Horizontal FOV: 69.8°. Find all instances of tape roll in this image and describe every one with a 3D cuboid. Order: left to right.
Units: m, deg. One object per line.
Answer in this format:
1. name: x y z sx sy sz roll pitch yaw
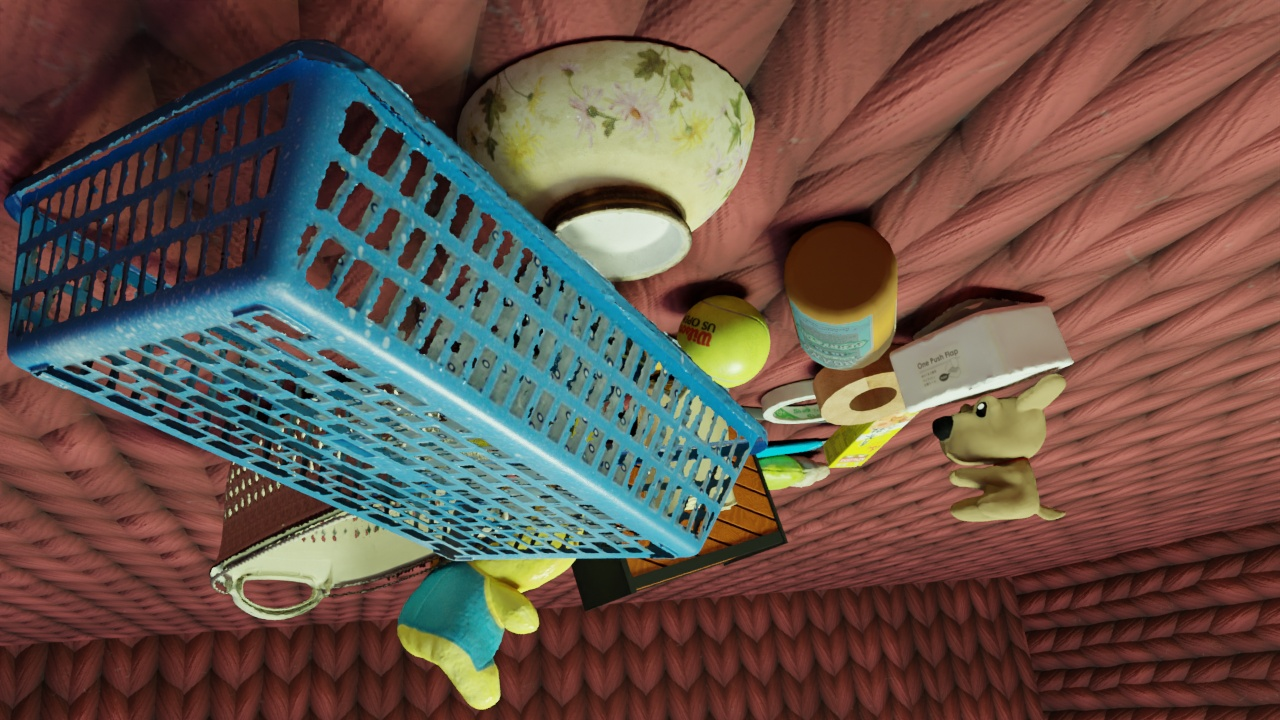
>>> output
1. tape roll: 0.166 0.041 0.895 0.094 0.018 0.094 -5 160 -2
2. tape roll: 0.202 0.023 0.813 0.094 0.027 0.094 -9 149 -5

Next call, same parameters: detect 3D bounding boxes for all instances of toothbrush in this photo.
1. toothbrush: 0.166 0.059 0.952 0.167 0.012 0.013 6 165 -29

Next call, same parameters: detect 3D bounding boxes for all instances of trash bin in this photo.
1. trash bin: 0.022 0.153 0.933 0.171 0.139 0.140 -12 164 -25

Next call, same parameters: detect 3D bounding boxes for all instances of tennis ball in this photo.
1. tennis ball: 0.058 -0.013 0.645 0.065 0.065 0.065 -5 160 -2

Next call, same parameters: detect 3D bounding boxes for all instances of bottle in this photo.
1. bottle: 0.137 -0.031 0.617 0.068 0.067 0.157 -10 160 12

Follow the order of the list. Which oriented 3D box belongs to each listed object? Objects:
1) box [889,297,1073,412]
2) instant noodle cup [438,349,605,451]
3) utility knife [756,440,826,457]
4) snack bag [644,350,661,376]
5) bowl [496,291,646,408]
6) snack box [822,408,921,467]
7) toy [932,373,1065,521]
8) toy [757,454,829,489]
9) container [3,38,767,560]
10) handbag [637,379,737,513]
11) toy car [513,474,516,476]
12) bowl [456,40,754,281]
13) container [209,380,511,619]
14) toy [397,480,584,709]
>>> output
1. box: 0.265 -0.020 0.732 0.102 0.095 0.108 -9 169 -32
2. instant noodle cup: -0.094 0.033 0.711 0.112 0.100 0.101 11 156 -17
3. utility knife: 0.150 0.105 1.073 0.174 0.015 0.031 -5 163 -7
4. snack bag: -0.004 0.004 0.744 0.099 0.020 0.026 -22 160 37
5. bowl: -0.054 -0.011 0.629 0.114 0.060 0.114 -7 160 -3
6. snack box: 0.237 0.069 0.946 0.040 0.028 0.148 -2 151 -15
7. toy: 0.294 0.076 0.752 0.105 0.108 0.134 3 166 -6
8. toy: 0.176 0.135 1.120 0.117 0.043 0.092 1 168 -23
9. container: -0.123 0.020 0.491 0.258 0.089 0.362 -9 148 34
10. handbag: 0.035 0.069 0.776 0.081 0.119 0.111 -7 175 4
11. toy car: -0.081 0.086 0.926 0.112 0.040 0.048 -21 169 -9
12. bowl: -0.014 -0.081 0.442 0.145 0.063 0.145 -3 159 -1
13. container: -0.238 0.118 0.782 0.252 0.143 0.184 -26 152 27
14. toy: -0.136 0.195 0.859 0.149 0.213 0.084 18 151 41
